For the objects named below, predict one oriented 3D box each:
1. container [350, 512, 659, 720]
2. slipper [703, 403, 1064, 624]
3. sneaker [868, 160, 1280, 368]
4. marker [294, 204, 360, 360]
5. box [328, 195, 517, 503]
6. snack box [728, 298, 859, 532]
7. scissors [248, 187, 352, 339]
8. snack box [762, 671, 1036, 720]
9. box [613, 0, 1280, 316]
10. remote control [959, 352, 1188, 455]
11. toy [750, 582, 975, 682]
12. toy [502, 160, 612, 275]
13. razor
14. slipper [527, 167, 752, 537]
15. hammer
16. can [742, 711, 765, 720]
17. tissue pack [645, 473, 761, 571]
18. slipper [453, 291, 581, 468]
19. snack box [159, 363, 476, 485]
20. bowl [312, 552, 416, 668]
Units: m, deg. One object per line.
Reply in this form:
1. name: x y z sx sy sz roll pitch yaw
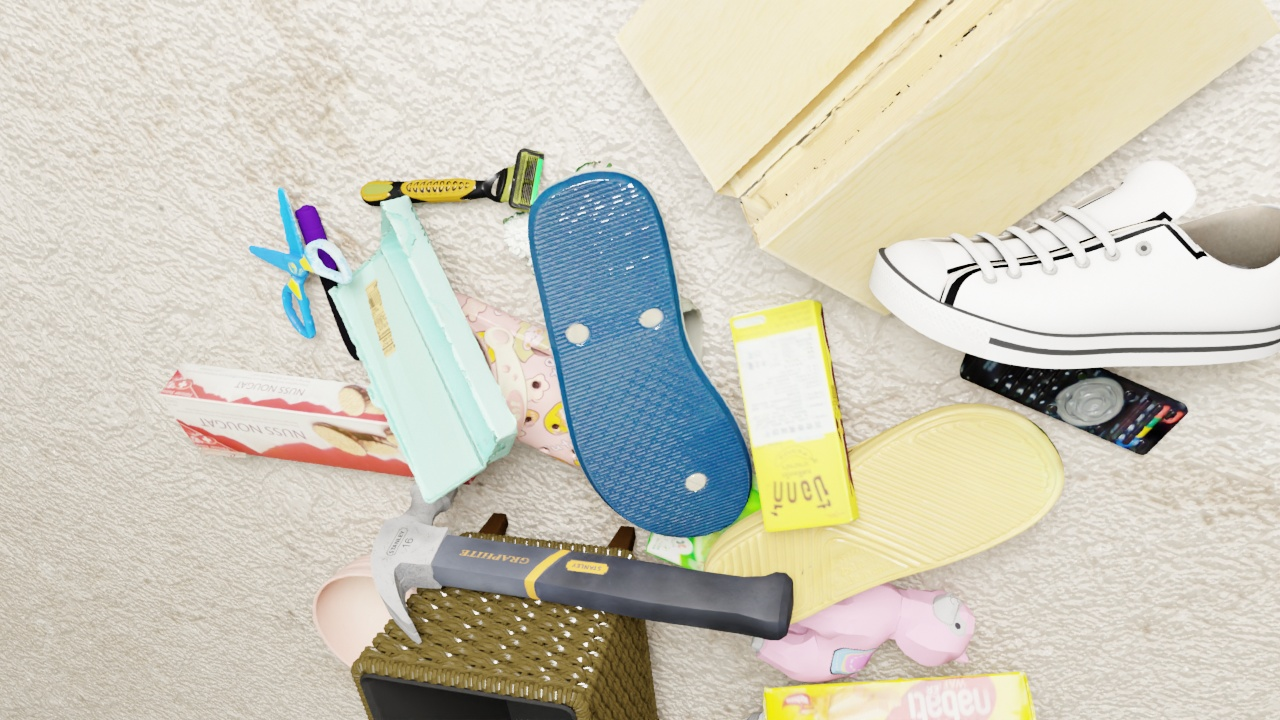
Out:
1. container: -0.080 0.300 0.778 0.176 0.204 0.321 3 122 15
2. slipper: 0.162 0.108 0.655 0.264 0.078 0.099 -33 94 20
3. sneaker: 0.250 -0.058 0.495 0.245 0.091 0.097 2 118 -5
4. marker: -0.242 -0.058 0.718 0.018 0.015 0.134 7 124 28
5. box: -0.153 -0.005 0.653 0.139 0.055 0.187 -41 72 50
6. snack box: 0.103 0.037 0.618 0.061 0.025 0.149 -12 83 25
7. scissors: -0.259 -0.070 0.695 0.127 0.013 0.125 15 124 29
8. snack box: 0.206 0.280 0.737 0.201 0.042 0.092 -10 155 16
9. box: 0.143 -0.168 0.482 0.252 0.118 0.248 45 122 -6
10. remote control: 0.282 0.018 0.601 0.140 0.021 0.046 24 127 -4
11. toy: 0.176 0.212 0.729 0.157 0.067 0.124 18 128 -1
12. toy: -0.033 -0.073 0.631 0.096 0.041 0.109 -30 115 29
13. razor: -0.134 -0.120 0.638 0.144 0.044 0.021 1 163 21
14. slipper: -0.004 0.004 0.635 0.118 0.060 0.295 -18 119 -1
15. hammer: -0.047 0.151 0.661 0.313 0.139 0.035 4 132 16
16. can: 0.145 0.335 0.830 0.107 0.043 0.044 -23 112 28
17. tissue pack: 0.063 0.129 0.732 0.099 0.034 0.114 23 127 0
18. slipper: -0.096 0.021 0.685 0.197 0.081 0.093 32 124 -1
19. snack box: -0.268 0.055 0.772 0.273 0.044 0.077 6 138 14
20. bowl: -0.219 0.231 0.858 0.153 0.076 0.153 8 124 11
